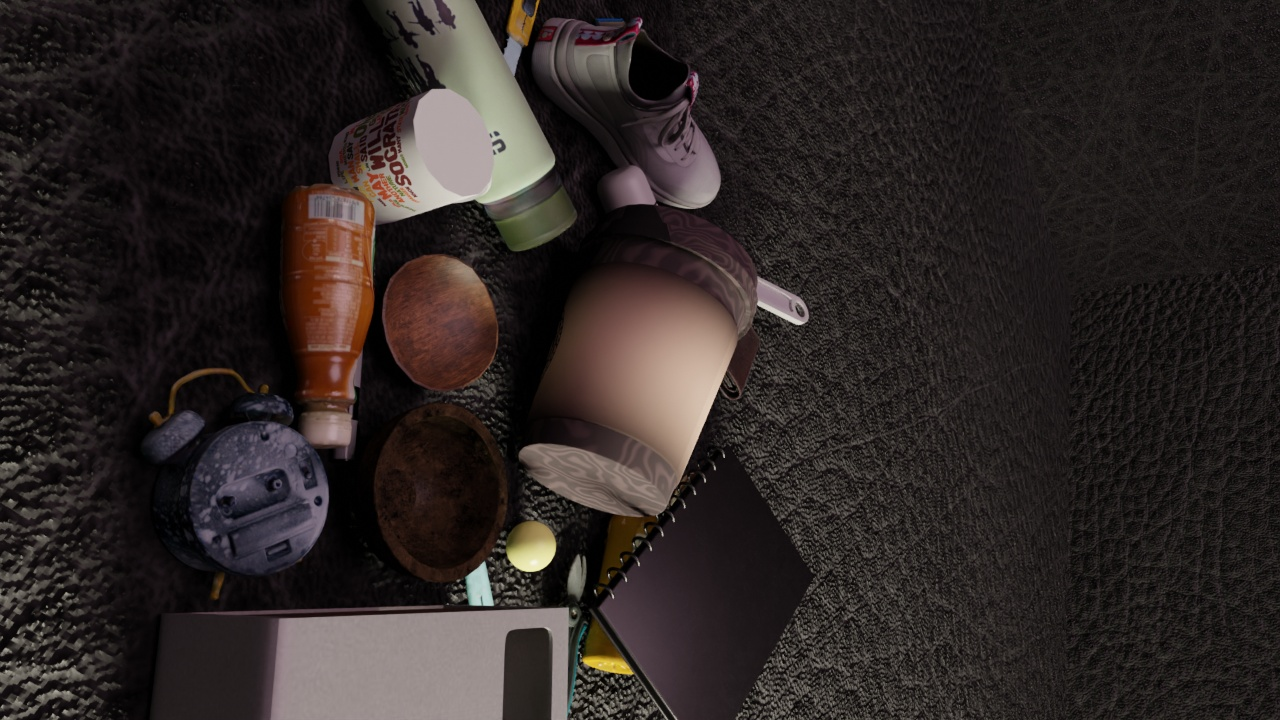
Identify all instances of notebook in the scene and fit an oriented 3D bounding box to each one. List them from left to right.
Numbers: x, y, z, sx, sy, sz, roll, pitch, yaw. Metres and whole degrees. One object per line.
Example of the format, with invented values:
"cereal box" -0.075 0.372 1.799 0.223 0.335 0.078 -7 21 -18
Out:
"notebook" 0.062 0.196 0.793 0.169 0.019 0.230 57 42 -10

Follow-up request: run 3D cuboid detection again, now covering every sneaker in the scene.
"sneaker" 0.021 -0.239 0.891 0.263 0.129 0.096 37 68 -43

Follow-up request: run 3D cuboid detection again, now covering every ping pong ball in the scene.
"ping pong ball" -0.088 0.149 0.738 0.040 0.040 0.040 18 68 -53

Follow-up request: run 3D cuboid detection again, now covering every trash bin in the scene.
"trash bin" -0.157 0.210 0.555 0.228 0.115 0.114 18 68 -53

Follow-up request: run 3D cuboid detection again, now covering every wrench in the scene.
"wrench" 0.114 -0.083 1.066 0.273 0.018 0.086 21 56 -41

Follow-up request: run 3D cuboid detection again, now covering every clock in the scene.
"clock" -0.235 0.067 0.532 0.090 0.052 0.129 -20 99 -55

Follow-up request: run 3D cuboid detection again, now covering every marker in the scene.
"marker" -0.200 0.000 0.632 0.016 0.016 0.140 18 68 -53

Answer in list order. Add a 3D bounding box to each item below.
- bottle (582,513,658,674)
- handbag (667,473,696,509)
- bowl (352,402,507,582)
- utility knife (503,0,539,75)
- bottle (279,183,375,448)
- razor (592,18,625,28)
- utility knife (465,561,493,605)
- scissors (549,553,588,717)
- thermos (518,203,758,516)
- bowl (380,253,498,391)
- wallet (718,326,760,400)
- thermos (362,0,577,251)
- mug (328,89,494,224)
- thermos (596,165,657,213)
"bottle" -0.010 0.184 0.833 0.053 0.053 0.185 41 50 -43
"handbag" 0.072 0.205 0.872 0.200 0.093 0.200 -66 146 -49
"bowl" -0.155 0.092 0.639 0.121 0.056 0.121 18 68 -53
"utility knife" -0.106 -0.326 0.849 0.030 0.018 0.206 31 61 -38
"bottle" -0.203 -0.027 0.594 0.059 0.059 0.167 12 73 -54
"razor" -0.024 -0.280 0.951 0.042 0.022 0.144 -18 103 -42
"utility knife" -0.121 0.194 0.703 0.022 0.015 0.119 -10 89 -24
"scissors" -0.069 0.238 0.765 0.147 0.019 0.132 -27 105 -54
"thermos" -0.005 0.005 0.793 0.172 0.173 0.225 46 53 -40
"bowl" -0.156 -0.027 0.692 0.114 0.026 0.102 -27 104 -54
"wallet" 0.098 -0.029 1.064 0.120 0.031 0.099 55 40 -29
"thermos" -0.129 -0.198 0.733 0.231 0.082 0.082 62 38 -25
"mug" -0.154 -0.140 0.664 0.105 0.090 0.073 18 68 -53
"thermos" 0.019 -0.090 0.939 0.052 0.052 0.224 -51 123 -48
